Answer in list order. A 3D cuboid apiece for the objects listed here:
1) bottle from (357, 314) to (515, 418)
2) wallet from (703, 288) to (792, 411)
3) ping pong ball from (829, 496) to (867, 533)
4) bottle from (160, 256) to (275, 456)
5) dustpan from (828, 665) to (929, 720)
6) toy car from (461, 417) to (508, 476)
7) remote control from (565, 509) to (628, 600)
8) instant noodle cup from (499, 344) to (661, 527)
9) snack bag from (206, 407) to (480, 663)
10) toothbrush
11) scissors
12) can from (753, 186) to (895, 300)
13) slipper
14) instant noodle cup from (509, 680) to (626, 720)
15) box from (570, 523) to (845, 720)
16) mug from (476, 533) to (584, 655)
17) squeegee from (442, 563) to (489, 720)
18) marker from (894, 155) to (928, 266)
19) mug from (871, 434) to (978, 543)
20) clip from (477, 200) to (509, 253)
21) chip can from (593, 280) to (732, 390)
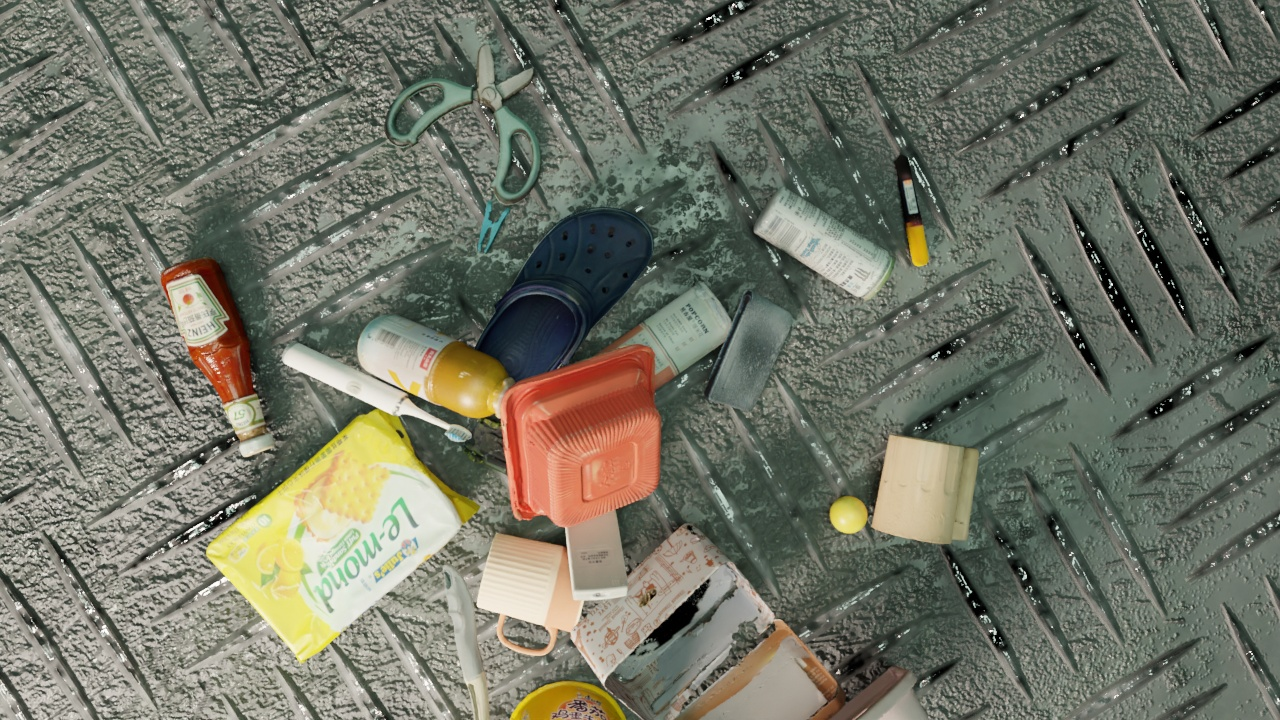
[{"bbox_3d":[-0.196,0.011,0.919,0.190,0.068,0.068,21,90,23],"label":"bottle"},{"bbox_3d":[0.113,-0.008,0.966,0.019,0.097,0.121,24,93,36],"label":"wallet"},{"bbox_3d":[0.227,0.168,1.002,0.040,0.040,0.040,0,92,-4],"label":"ping pong ball"},{"bbox_3d":[-0.428,-0.002,0.941,0.060,0.060,0.206,-20,93,-3],"label":"bottle"},{"bbox_3d":[0.178,0.362,0.892,0.222,0.273,0.139,-38,98,-7],"label":"dustpan"},{"bbox_3d":[-0.140,0.096,0.979,0.105,0.032,0.048,23,90,7],"label":"toy car"},{"bbox_3d":[-0.049,0.185,0.947,0.056,0.135,0.019,-3,132,-9],"label":"remote control"},{"bbox_3d":[-0.048,0.088,0.898,0.164,0.079,0.189,-20,134,-22],"label":"instant noodle cup"},{"bbox_3d":[-0.309,0.177,0.951,0.246,0.068,0.158,-40,94,-2],"label":"snack bag"},{"bbox_3d":[-0.269,0.034,0.938,0.221,0.026,0.027,23,122,13],"label":"toothbrush"},{"bbox_3d":[-0.188,-0.246,0.971,0.178,0.019,0.170,-7,94,-3],"label":"scissors"},{"bbox_3d":[0.196,-0.125,0.981,0.146,0.058,0.058,31,89,-5],"label":"can"},{"bbox_3d":[-0.091,-0.059,0.948,0.105,0.095,0.253,40,93,-6],"label":"slipper"},{"bbox_3d":[-0.075,0.420,0.954,0.138,0.110,0.138,0,92,-5],"label":"instant noodle cup"},{"bbox_3d":[0.066,0.306,0.902,0.183,0.193,0.157,-43,126,-6],"label":"box"},{"bbox_3d":[-0.113,0.245,0.956,0.106,0.082,0.114,14,77,-3],"label":"mug"},{"bbox_3d":[-0.174,0.329,0.937,0.247,0.039,0.246,-13,81,41],"label":"squeegee"},{"bbox_3d":[0.298,-0.165,1.010,0.018,0.015,0.124,-11,90,-5],"label":"marker"},{"bbox_3d":[0.316,0.140,0.994,0.124,0.084,0.103,10,89,-29],"label":"mug"},{"bbox_3d":[-0.160,-0.141,0.978,0.049,0.015,0.057,18,89,-7],"label":"clip"},{"bbox_3d":[-0.006,0.006,0.965,0.214,0.071,0.071,-35,94,-2],"label":"chip can"}]
